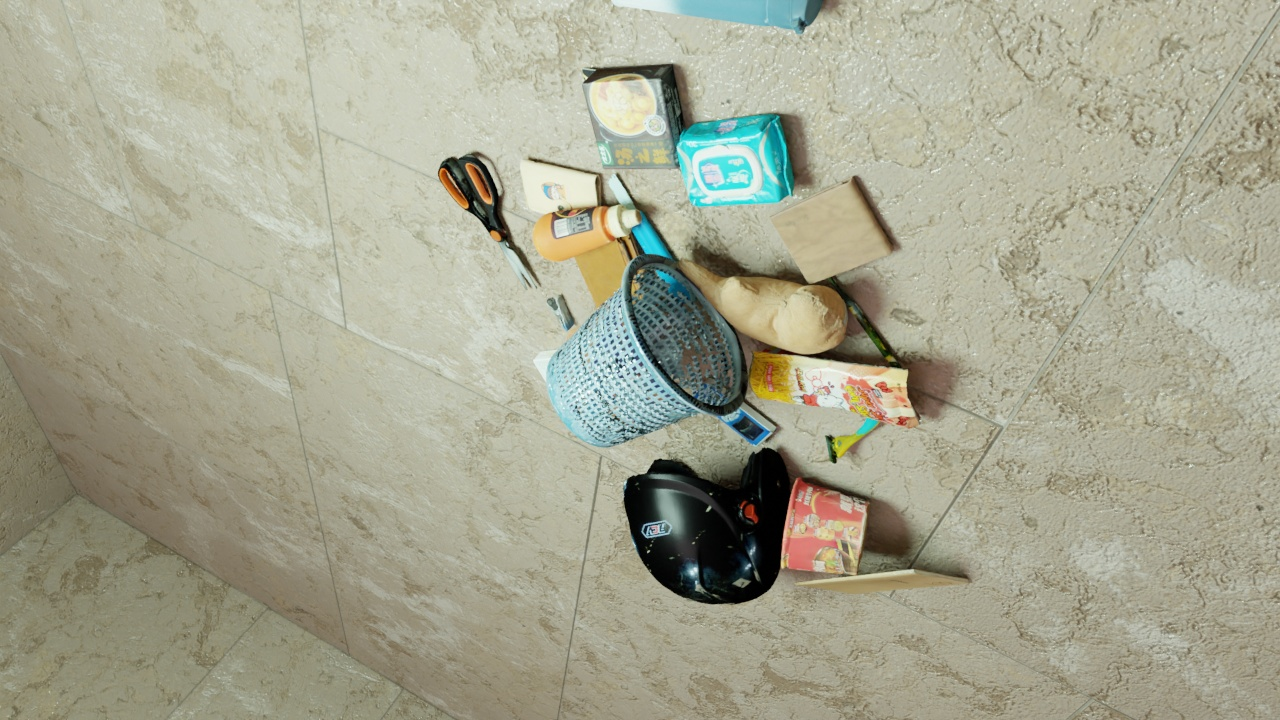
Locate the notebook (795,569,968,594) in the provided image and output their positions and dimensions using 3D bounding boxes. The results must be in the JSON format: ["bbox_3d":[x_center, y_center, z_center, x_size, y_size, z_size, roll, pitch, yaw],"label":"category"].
[{"bbox_3d":[0.359,0.333,1.374,0.147,0.008,0.208,18,153,-39],"label":"notebook"}]

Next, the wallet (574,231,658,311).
[{"bbox_3d":[-0.038,-0.123,1.271,0.108,0.031,0.132,2,129,38],"label":"wallet"}]

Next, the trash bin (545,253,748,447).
[{"bbox_3d":[-0.007,0.007,1.181,0.196,0.225,0.226,-32,106,33],"label":"trash bin"}]

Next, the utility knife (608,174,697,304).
[{"bbox_3d":[0.013,-0.158,1.212,0.034,0.018,0.203,-16,117,38],"label":"utility knife"}]

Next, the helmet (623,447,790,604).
[{"bbox_3d":[0.098,0.246,1.372,0.234,0.230,0.274,-14,157,42],"label":"helmet"}]

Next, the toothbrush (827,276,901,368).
[{"bbox_3d":[0.272,-0.058,1.132,0.017,0.012,0.186,-28,109,35],"label":"toothbrush"}]

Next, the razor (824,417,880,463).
[{"bbox_3d":[0.296,0.091,1.241,0.028,0.043,0.133,16,138,-18],"label":"razor"}]

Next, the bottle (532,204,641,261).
[{"bbox_3d":[-0.066,-0.173,1.198,0.150,0.066,0.067,-10,122,27],"label":"bottle"}]

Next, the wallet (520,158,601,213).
[{"bbox_3d":[-0.106,-0.221,1.233,0.115,0.024,0.087,15,138,19],"label":"wallet"}]

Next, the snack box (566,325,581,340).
[{"bbox_3d":[-0.046,-0.006,1.326,0.094,0.076,0.093,-22,116,15],"label":"snack box"}]

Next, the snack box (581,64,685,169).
[{"bbox_3d":[-0.012,-0.288,1.091,0.126,0.053,0.113,4,130,25],"label":"snack box"}]

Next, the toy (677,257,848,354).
[{"bbox_3d":[0.148,-0.069,1.143,0.226,0.082,0.143,17,158,27],"label":"toy"}]

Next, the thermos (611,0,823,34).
[{"bbox_3d":[0.076,-0.381,0.930,0.221,0.070,0.070,16,135,21],"label":"thermos"}]

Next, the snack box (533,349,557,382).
[{"bbox_3d":[-0.090,0.020,1.442,0.157,0.026,0.085,-6,123,38],"label":"snack box"}]

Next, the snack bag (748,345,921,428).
[{"bbox_3d":[0.248,0.033,1.172,0.208,0.073,0.128,13,154,32],"label":"snack bag"}]

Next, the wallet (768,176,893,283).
[{"bbox_3d":[0.221,-0.148,1.069,0.116,0.020,0.101,-22,112,37],"label":"wallet"}]

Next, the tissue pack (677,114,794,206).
[{"bbox_3d":[0.111,-0.228,1.055,0.134,0.050,0.093,1,127,33],"label":"tissue pack"}]

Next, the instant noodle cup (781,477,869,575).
[{"bbox_3d":[0.271,0.245,1.333,0.109,0.137,0.138,8,132,17],"label":"instant noodle cup"}]

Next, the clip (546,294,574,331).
[{"bbox_3d":[-0.117,-0.072,1.381,0.026,0.024,0.056,-16,112,39],"label":"clip"}]

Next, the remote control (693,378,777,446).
[{"bbox_3d":[0.137,0.075,1.339,0.125,0.024,0.049,39,139,-1],"label":"remote control"}]

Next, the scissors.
[{"bbox_3d":[-0.222,-0.199,1.340,0.161,0.021,0.234,21,141,26],"label":"scissors"}]
